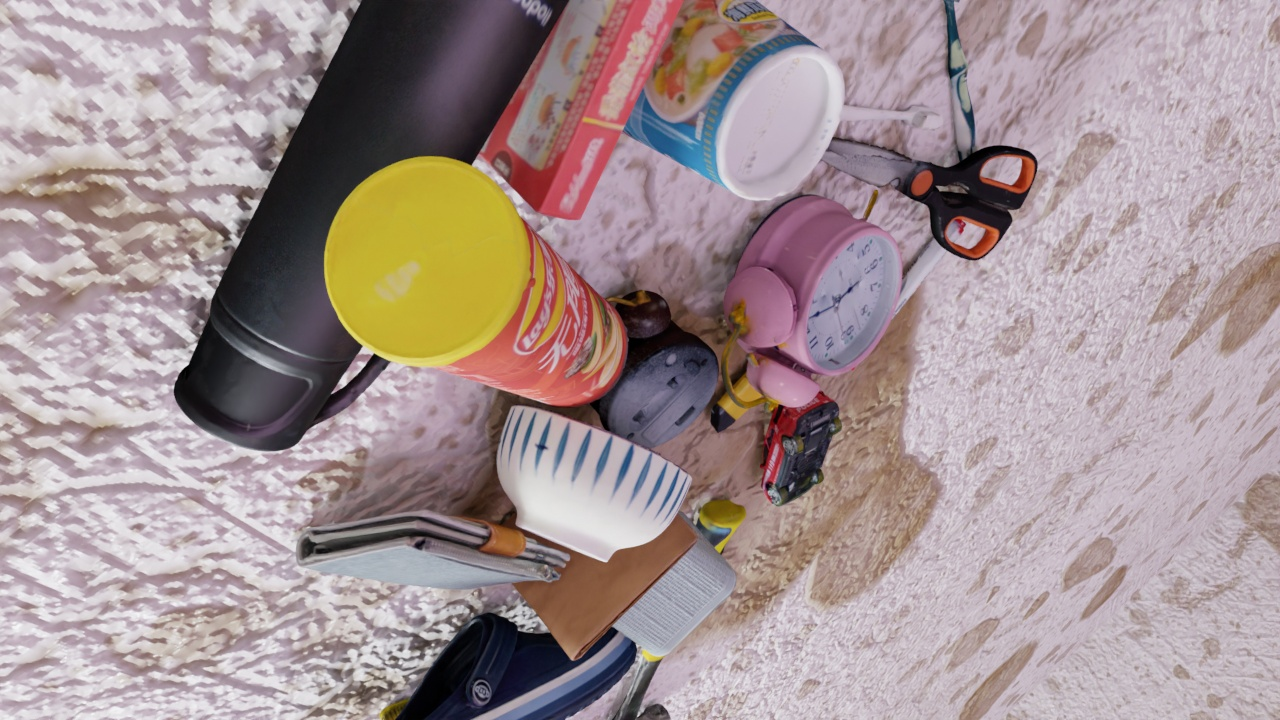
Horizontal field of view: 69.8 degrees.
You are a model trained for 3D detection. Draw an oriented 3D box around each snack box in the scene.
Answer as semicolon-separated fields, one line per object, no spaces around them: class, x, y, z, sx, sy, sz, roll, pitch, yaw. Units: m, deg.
snack box;-0.022;-0.144;0.391;0.025;0.075;0.153;5;121;-44

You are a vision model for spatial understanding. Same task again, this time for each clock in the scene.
clock;0.106;-0.034;0.601;0.158;0.060;0.117;-41;135;-18
clock;-0.003;0.003;0.563;0.082;0.055;0.122;-44;142;1

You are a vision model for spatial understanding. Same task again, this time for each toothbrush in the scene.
toothbrush;0.215;-0.189;0.612;0.016;0.018;0.191;-41;142;-3
toothbrush;-0.112;0.249;0.725;0.189;0.016;0.016;-12;132;-35
toothbrush;0.130;-0.152;0.570;0.179;0.016;0.016;-9;128;-37

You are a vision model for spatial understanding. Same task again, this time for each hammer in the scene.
hammer;0.018;0.256;0.840;0.126;0.032;0.324;-8;130;-39

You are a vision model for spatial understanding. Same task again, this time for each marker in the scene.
marker;0.208;-0.053;0.735;0.017;0.017;0.145;21;109;-50

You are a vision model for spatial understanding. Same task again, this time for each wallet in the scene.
wallet;-0.118;0.112;0.545;0.107;0.037;0.129;-15;154;30
wallet;-0.034;0.121;0.609;0.115;0.101;0.020;-43;159;-3

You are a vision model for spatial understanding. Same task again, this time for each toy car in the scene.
toy car;0.128;0.071;0.755;0.052;0.045;0.121;-21;139;-25

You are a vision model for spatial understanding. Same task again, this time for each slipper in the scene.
slipper;-0.114;0.233;0.651;0.252;0.095;0.105;-14;166;-48

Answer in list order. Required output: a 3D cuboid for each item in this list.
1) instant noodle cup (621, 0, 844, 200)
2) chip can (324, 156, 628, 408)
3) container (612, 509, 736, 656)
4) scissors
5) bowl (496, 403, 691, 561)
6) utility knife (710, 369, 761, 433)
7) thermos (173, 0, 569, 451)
instant noodle cup;0.033;-0.130;0.426;0.099;0.110;0.099;-25;138;-25
chip can;-0.056;-0.020;0.409;0.073;0.073;0.216;-45;168;1
container;-0.003;0.146;0.674;0.090;0.090;0.111;-44;139;-1
scissors;0.207;-0.139;0.644;0.139;0.021;0.235;-50;135;8
bowl;-0.034;0.077;0.541;0.116;0.117;0.066;38;69;-52
utility knife;0.113;-0.015;0.685;0.176;0.015;0.033;-47;148;1
thermos;-0.109;-0.073;0.391;0.243;0.068;0.089;-55;152;17
